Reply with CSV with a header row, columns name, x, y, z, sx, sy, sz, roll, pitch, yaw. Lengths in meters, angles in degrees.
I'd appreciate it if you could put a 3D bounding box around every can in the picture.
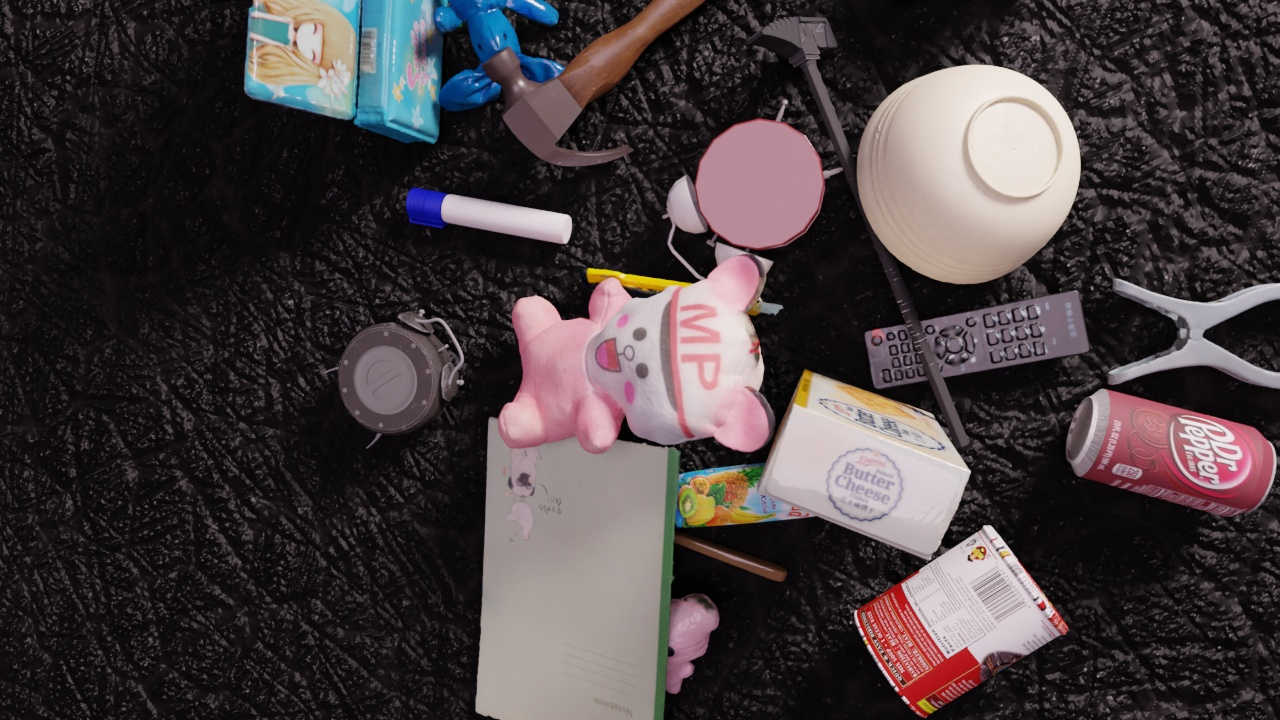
name,x,y,z,sx,sy,sz,roll,pitch,yaw
can,0.226,0.185,0.653,0.116,0.086,0.086,-38,86,12
can,0.359,0.063,0.627,0.114,0.063,0.063,15,97,10

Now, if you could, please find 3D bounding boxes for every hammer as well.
name,x,y,z,sx,sy,sz,roll,pitch,yaw
hammer,0.163,-0.089,0.645,0.015,0.094,0.325,-22,90,44
hammer,0.034,-0.266,0.672,0.323,0.033,0.115,-39,112,6

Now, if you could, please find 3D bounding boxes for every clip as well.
name,x,y,z,sx,sy,sz,roll,pitch,yaw
clip,0.408,-0.034,0.629,0.163,0.028,0.107,-2,92,11

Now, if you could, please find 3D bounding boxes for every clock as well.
name,x,y,z,sx,sy,sz,roll,pitch,yaw
clock,0.081,-0.120,0.678,0.096,0.048,0.138,46,103,5
clock,-0.194,0.011,0.750,0.123,0.043,0.091,-30,88,12

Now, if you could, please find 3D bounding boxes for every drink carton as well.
name,x,y,z,sx,sy,sz,roll,pitch,yaw
drink carton,0.089,0.102,0.700,0.129,0.038,0.044,-8,93,13

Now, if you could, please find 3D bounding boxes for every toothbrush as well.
name,x,y,z,sx,sy,sz,roll,pitch,yaw
toothbrush,0.035,0.141,0.726,0.167,0.016,0.016,18,98,11

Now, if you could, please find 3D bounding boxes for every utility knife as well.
name,x,y,z,sx,sy,sz,roll,pitch,yaw
utility knife,0.028,-0.052,0.702,0.163,0.030,0.017,7,69,14

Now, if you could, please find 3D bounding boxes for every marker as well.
name,x,y,z,sx,sy,sz,roll,pitch,yaw
marker,-0.122,-0.114,0.736,0.133,0.023,0.027,12,118,11

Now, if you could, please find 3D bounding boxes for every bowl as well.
name,x,y,z,sx,sy,sz,roll,pitch,yaw
bowl,0.229,-0.131,0.608,0.150,0.075,0.150,1,86,-9

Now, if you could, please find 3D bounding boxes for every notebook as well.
name,x,y,z,sx,sy,sz,roll,pitch,yaw
notebook,-0.054,0.180,0.720,0.182,0.010,0.252,7,96,31

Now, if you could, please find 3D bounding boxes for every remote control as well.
name,x,y,z,sx,sy,sz,roll,pitch,yaw
remote control,0.242,-0.014,0.669,0.150,0.022,0.047,-10,93,14

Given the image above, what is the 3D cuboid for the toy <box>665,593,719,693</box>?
name,x,y,z,sx,sy,sz,roll,pitch,yaw
toy,0.013,0.219,0.720,0.099,0.052,0.096,8,109,22

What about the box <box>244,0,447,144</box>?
name,x,y,z,sx,sy,sz,roll,pitch,yaw
box,-0.196,-0.283,0.659,0.056,0.185,0.227,6,96,21

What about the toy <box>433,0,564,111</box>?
name,x,y,z,sx,sy,sz,roll,pitch,yaw
toy,-0.124,-0.259,0.696,0.113,0.071,0.176,-19,115,9

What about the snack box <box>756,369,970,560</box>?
name,x,y,z,sx,sy,sz,roll,pitch,yaw
snack box,0.141,0.057,0.599,0.104,0.207,0.057,21,99,10

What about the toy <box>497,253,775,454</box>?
name,x,y,z,sx,sy,sz,roll,pitch,yaw
toy,-0.004,0.004,0.664,0.214,0.084,0.141,-10,62,30
